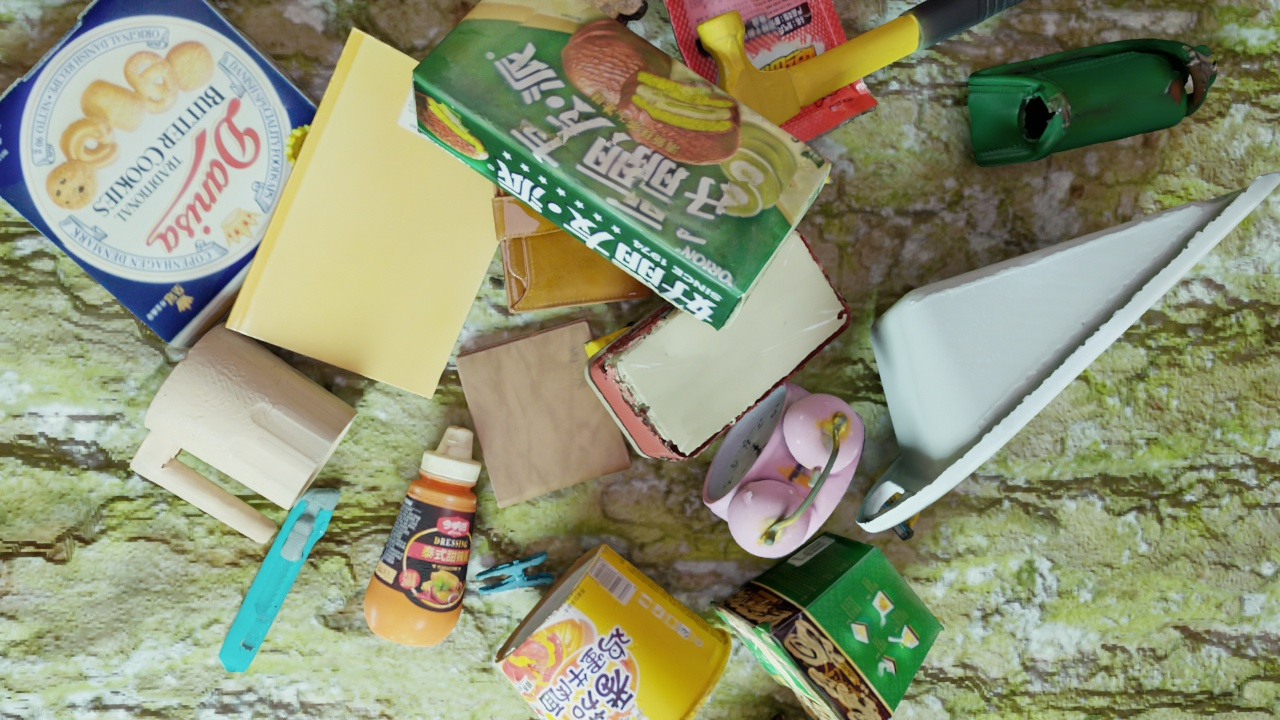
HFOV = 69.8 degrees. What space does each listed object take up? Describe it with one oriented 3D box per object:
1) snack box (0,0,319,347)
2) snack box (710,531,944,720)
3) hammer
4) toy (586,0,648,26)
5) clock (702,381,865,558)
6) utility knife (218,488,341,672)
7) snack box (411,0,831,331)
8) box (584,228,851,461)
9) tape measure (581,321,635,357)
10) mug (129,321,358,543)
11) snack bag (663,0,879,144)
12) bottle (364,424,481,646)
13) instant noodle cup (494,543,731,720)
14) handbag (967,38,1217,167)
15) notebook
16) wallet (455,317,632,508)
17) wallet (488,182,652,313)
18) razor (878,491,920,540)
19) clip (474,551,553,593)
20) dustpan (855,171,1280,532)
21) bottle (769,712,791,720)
[{"bbox_3d":[-0.305,-0.135,0.601,0.182,0.046,0.178,43,89,-8],"label":"snack box"},{"bbox_3d":[0.136,0.186,0.653,0.105,0.118,0.117,-42,99,-14],"label":"snack box"},{"bbox_3d":[0.184,-0.223,0.627,0.300,0.033,0.129,-29,111,-13],"label":"hammer"},{"bbox_3d":[-0.056,-0.283,0.612,0.105,0.066,0.157,-28,94,29],"label":"toy"},{"bbox_3d":[0.095,0.071,0.606,0.060,0.158,0.117,34,90,-9],"label":"clock"},{"bbox_3d":[-0.256,0.154,0.648,0.029,0.013,0.151,28,92,-2],"label":"utility knife"},{"bbox_3d":[-0.013,-0.133,0.571,0.240,0.063,0.114,35,68,4],"label":"snack box"},{"bbox_3d":[0.055,-0.014,0.611,0.168,0.081,0.091,-38,99,-20],"label":"box"},{"bbox_3d":[-0.004,0.004,0.647,0.057,0.029,0.060,-24,94,-23],"label":"tape measure"},{"bbox_3d":[-0.264,0.053,0.609,0.103,0.084,0.125,35,106,-9],"label":"mug"},{"bbox_3d":[0.074,-0.243,0.626,0.128,0.073,0.208,-28,103,-14],"label":"snack bag"},{"bbox_3d":[-0.144,0.118,0.637,0.066,0.067,0.149,15,86,-7],"label":"bottle"},{"bbox_3d":[-0.024,0.201,0.623,0.110,0.138,0.138,44,89,0],"label":"instant noodle cup"},{"bbox_3d":[0.299,-0.179,0.626,0.131,0.120,0.068,-14,102,-7],"label":"handbag"},{"bbox_3d":[-0.163,-0.090,0.610,0.145,0.010,0.206,22,93,-31],"label":"notebook"},{"bbox_3d":[-0.069,0.037,0.656,0.101,0.020,0.115,-17,94,-6],"label":"wallet"},{"bbox_3d":[-0.055,-0.101,0.631,0.119,0.035,0.131,-10,97,-22],"label":"wallet"},{"bbox_3d":[0.235,0.079,0.687,0.132,0.028,0.043,-39,68,1],"label":"razor"},{"bbox_3d":[-0.092,0.156,0.667,0.057,0.014,0.047,-11,98,-4],"label":"clip"},{"bbox_3d":[0.248,0.009,0.593,0.258,0.222,0.142,-16,85,6],"label":"dustpan"},{"bbox_3d":[0.038,0.332,0.663,0.195,0.080,0.044,-33,94,-1],"label":"bottle"}]
